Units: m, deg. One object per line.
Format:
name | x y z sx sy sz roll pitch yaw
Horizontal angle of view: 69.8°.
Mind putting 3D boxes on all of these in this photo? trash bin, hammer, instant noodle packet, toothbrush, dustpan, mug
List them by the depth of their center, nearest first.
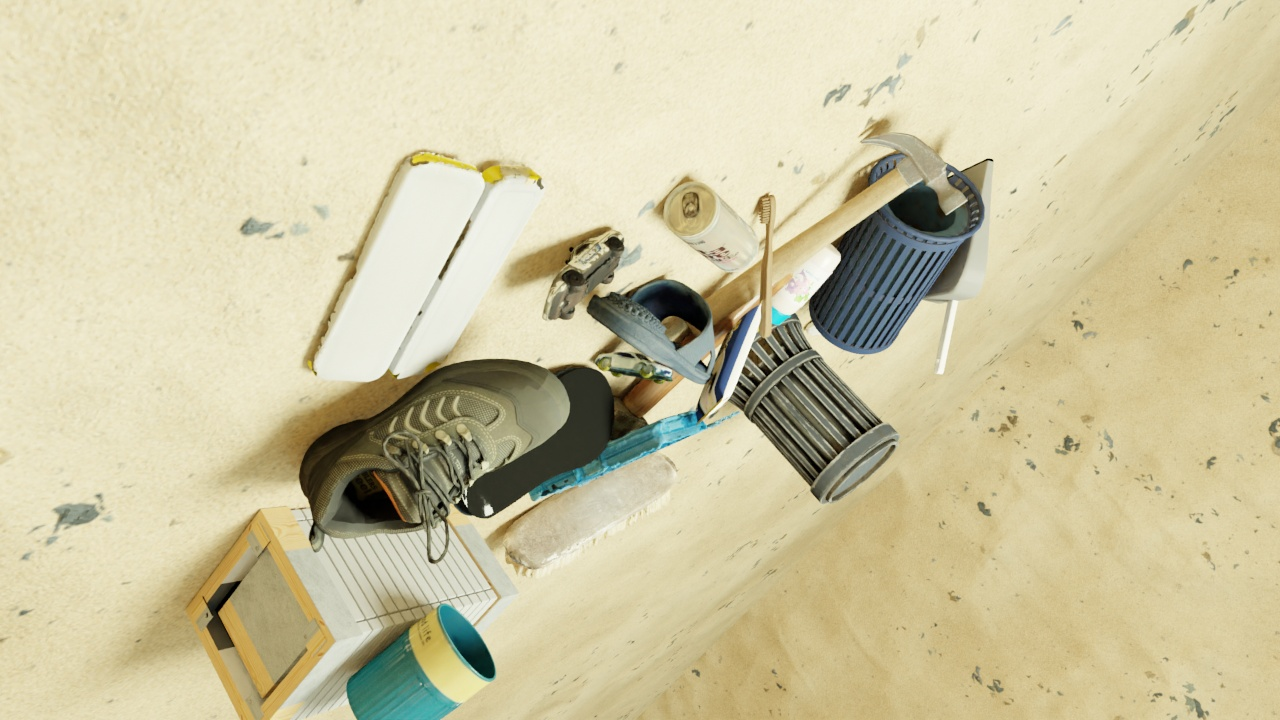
mug | -0.195 0.282 0.832 0.107 0.083 0.113 -40 -175 -1
trash bin | -0.275 0.238 0.906 0.143 0.142 0.246 -49 156 19
toothbrush | 0.137 -0.100 1.003 0.016 0.016 0.167 -14 120 -20
instant noodle packet | 0.099 0.004 1.022 0.134 0.026 0.087 -65 -175 -26
hammer | 0.190 -0.131 1.029 0.332 0.119 0.030 -35 177 13
hammer | 0.069 -0.012 1.115 0.301 0.037 0.158 -44 157 9
trash bin | 0.310 -0.122 1.159 0.139 0.139 0.250 -28 156 -27
dustpan | 0.394 -0.112 1.171 0.163 0.033 0.257 178 -76 -84
trash bin | 0.228 0.070 1.260 0.164 0.227 0.164 -33 156 -17

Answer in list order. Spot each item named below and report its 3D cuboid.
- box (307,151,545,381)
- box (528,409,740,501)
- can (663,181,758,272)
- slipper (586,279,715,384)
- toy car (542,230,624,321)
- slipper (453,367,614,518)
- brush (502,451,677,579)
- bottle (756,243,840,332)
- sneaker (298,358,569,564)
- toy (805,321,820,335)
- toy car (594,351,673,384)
box | -0.162 -0.064 0.694 0.129 0.034 0.210 -4 139 -49
box | -0.009 0.112 1.121 0.232 0.033 0.174 -28 168 36
can | 0.072 -0.127 0.893 0.054 0.054 0.135 -45 157 11
slipper | 0.030 -0.039 0.928 0.082 0.101 0.263 -55 161 3
toy car | -0.053 -0.077 0.801 0.112 0.040 0.049 -47 166 -42
slipper | -0.124 0.076 0.945 0.264 0.084 0.109 -29 116 -53
brush | -0.064 0.203 1.240 0.270 0.083 0.057 -27 153 -29
bottle | 0.184 -0.088 1.136 0.146 0.051 0.051 -51 155 23
sneaker | -0.168 0.082 0.735 0.238 0.143 0.101 -24 118 -1
toy | 0.300 -0.079 1.346 0.075 0.037 0.126 -15 151 -52
toy car | -0.006 0.006 0.988 0.038 0.090 0.027 31 70 -60
